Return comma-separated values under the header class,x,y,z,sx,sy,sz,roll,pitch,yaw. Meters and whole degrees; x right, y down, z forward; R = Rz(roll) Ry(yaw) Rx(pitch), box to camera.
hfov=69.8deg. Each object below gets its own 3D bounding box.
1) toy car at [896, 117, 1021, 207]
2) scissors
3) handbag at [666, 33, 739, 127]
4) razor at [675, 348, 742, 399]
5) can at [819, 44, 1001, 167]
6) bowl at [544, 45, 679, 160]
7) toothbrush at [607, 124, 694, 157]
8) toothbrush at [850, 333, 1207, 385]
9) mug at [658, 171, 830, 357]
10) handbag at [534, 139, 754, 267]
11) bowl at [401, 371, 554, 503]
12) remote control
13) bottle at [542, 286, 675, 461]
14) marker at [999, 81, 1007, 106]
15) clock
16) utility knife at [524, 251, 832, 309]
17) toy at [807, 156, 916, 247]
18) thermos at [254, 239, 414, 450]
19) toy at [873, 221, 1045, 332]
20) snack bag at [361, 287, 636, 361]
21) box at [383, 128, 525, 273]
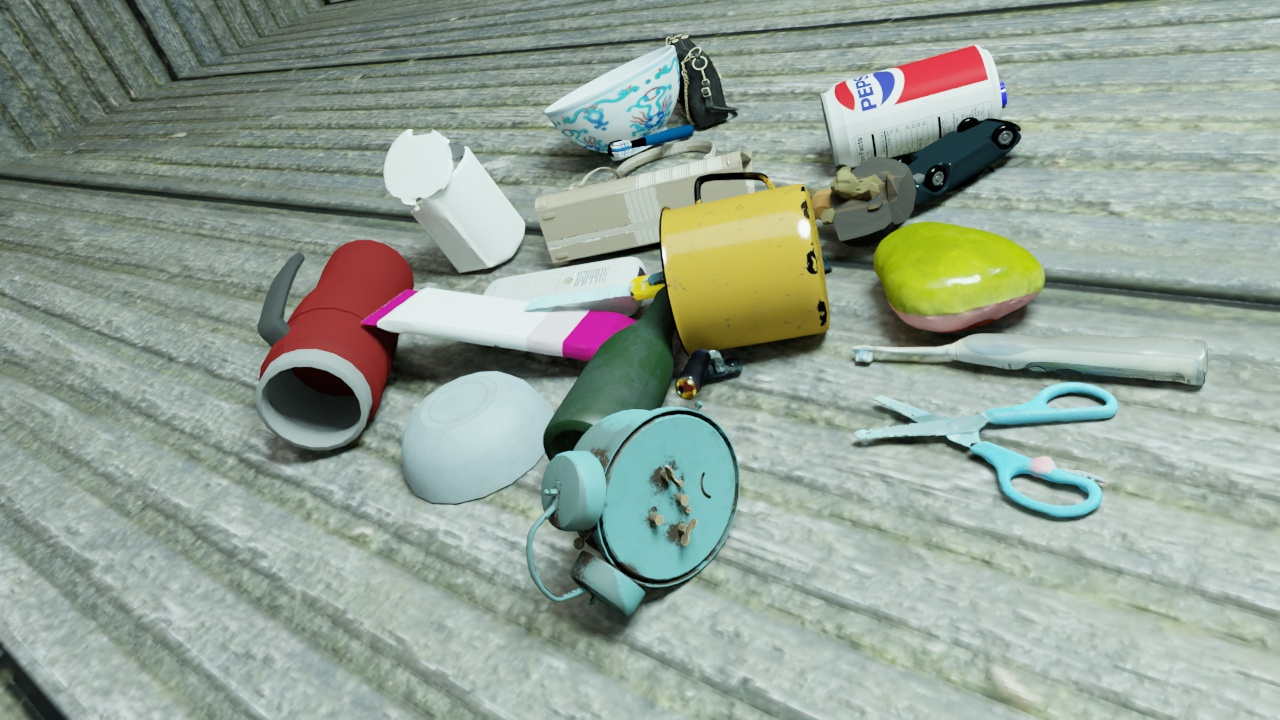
class,x,y,z,sx,sy,sz,roll,pitch,yaw
toy car,0.236,-0.149,0.693,0.112,0.034,0.046,-31,34,-15
scissors,0.186,0.030,0.481,0.111,0.015,0.141,-36,42,-23
handbag,0.058,-0.299,0.964,0.054,0.079,0.128,-19,34,-1
razor,0.034,0.006,0.531,0.043,0.022,0.144,-15,1,9
can,0.219,-0.206,0.751,0.132,0.070,0.070,-13,34,12
bowl,-0.016,-0.251,0.929,0.144,0.074,0.143,-24,21,10
toothbrush,0.014,-0.211,0.876,0.014,0.014,0.167,9,23,27
toothbrush,0.207,-0.004,0.511,0.186,0.024,0.022,3,1,33
mug,0.069,-0.070,0.596,0.094,0.100,0.123,-9,71,13
handbag,0.018,-0.164,0.831,0.176,0.062,0.197,-10,26,16
bowl,-0.112,0.042,0.601,0.106,0.039,0.106,-14,33,10
remote control,-0.064,-0.050,0.721,0.139,0.025,0.060,-8,35,15
bottle,-0.004,0.003,0.586,0.055,0.055,0.173,-2,36,26
marker,0.241,-0.212,0.794,0.142,0.020,0.020,-12,34,13
clock,-0.006,0.072,0.456,0.124,0.090,0.053,-28,20,-30
utility knife,0.026,-0.056,0.667,0.224,0.019,0.030,-11,31,4
toy,0.150,-0.115,0.673,0.100,0.062,0.076,0,59,45
thermos,-0.238,-0.027,0.710,0.084,0.108,0.198,-33,28,16
toy,0.190,-0.056,0.568,0.090,0.051,0.110,-19,30,-2
snack bag,-0.098,-0.026,0.668,0.197,0.016,0.070,8,26,13
box,-0.167,-0.142,0.807,0.080,0.143,0.089,-2,48,36
